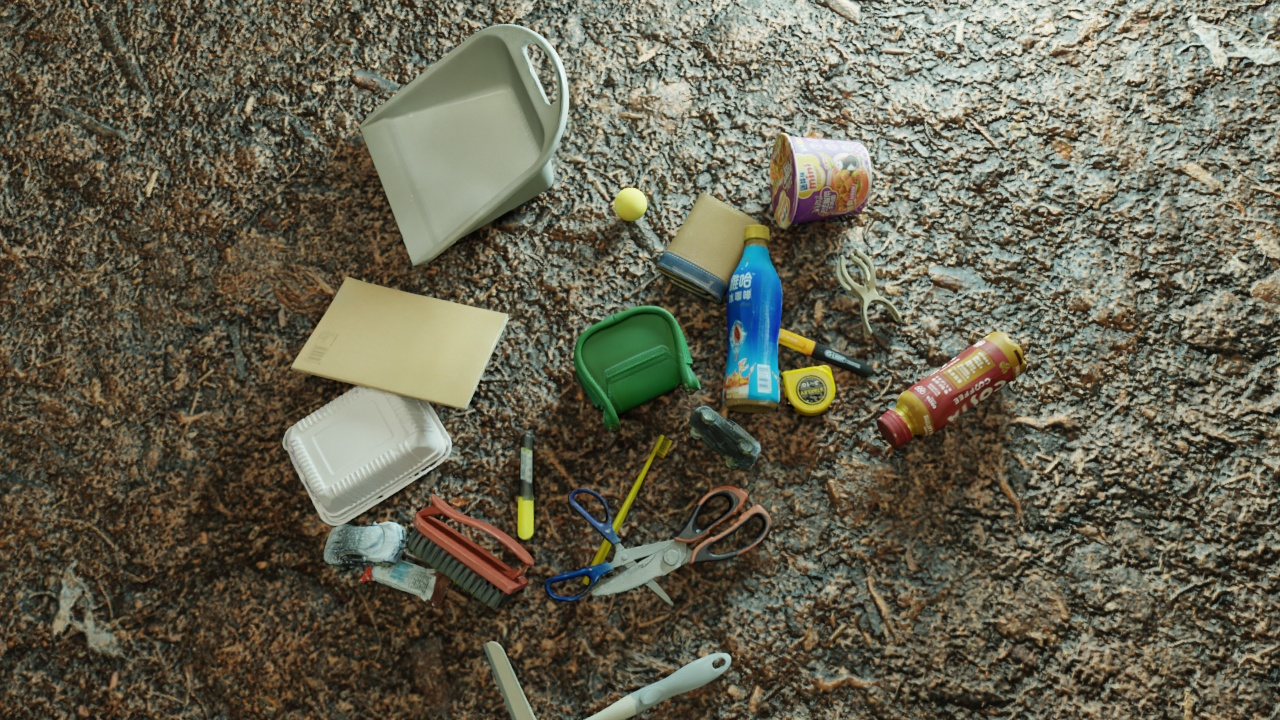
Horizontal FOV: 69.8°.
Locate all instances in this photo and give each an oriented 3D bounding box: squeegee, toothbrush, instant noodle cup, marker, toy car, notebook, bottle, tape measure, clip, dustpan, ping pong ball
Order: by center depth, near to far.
[{"bbox_3d":[-0.014,0.370,0.979,0.246,0.039,0.246,-24,75,-3],"label":"squeegee"},{"bbox_3d":[-0.309,0.205,1.026,0.106,0.031,0.048,-7,58,23],"label":"toy car"},{"bbox_3d":[0.349,0.036,1.037,0.175,0.057,0.057,-33,76,-6],"label":"bottle"},{"bbox_3d":[-0.014,0.170,1.044,0.016,0.016,0.190,28,78,3],"label":"toothbrush"},{"bbox_3d":[0.096,0.086,1.047,0.090,0.043,0.034,38,53,9],"label":"toy car"},{"bbox_3d":[-0.132,0.145,1.059,0.018,0.015,0.124,-2,72,2],"label":"marker"},{"bbox_3d":[-0.323,0.093,1.060,0.173,0.060,0.138,-32,76,-4],"label":"instant noodle cup"},{"bbox_3d":[0.195,0.036,1.061,0.060,0.029,0.057,-10,74,0],"label":"tape measure"},{"bbox_3d":[0.131,-0.051,1.066,0.065,0.065,0.218,2,77,4],"label":"bottle"},{"bbox_3d":[-0.280,-0.023,1.079,0.211,0.012,0.149,13,51,6],"label":"notebook"},{"bbox_3d":[0.215,-0.009,1.079,0.124,0.015,0.018,23,81,7],"label":"marker"},{"bbox_3d":[0.267,-0.083,1.087,0.076,0.035,0.100,-24,80,-4],"label":"clip"},{"bbox_3d":[0.215,-0.215,1.091,0.099,0.112,0.111,-4,75,-5],"label":"instant noodle cup"},{"bbox_3d":[-0.209,-0.280,1.111,0.257,0.143,0.222,-23,75,-5],"label":"dustpan"},{"bbox_3d":[-0.012,-0.191,1.127,0.040,0.040,0.040,-1,75,3],"label":"ping pong ball"}]

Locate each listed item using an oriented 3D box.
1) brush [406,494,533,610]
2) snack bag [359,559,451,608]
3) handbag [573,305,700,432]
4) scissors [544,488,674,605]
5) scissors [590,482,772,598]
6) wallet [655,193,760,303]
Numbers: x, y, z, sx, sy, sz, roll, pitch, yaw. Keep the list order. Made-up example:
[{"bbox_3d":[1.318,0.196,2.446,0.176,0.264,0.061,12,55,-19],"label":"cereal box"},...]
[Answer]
[{"bbox_3d":[-0.191,0.209,1.019,0.146,0.063,0.069,31,90,12],"label":"brush"},{"bbox_3d":[-0.266,0.242,1.033,0.105,0.026,0.045,17,64,7],"label":"snack bag"},{"bbox_3d":[-0.006,0.006,1.060,0.131,0.068,0.120,-26,76,-4],"label":"handbag"},{"bbox_3d":[-0.031,0.214,1.020,0.175,0.012,0.162,-23,84,-12],"label":"scissors"},{"bbox_3d":[0.039,0.198,1.019,0.210,0.015,0.176,10,75,-3],"label":"scissors"},{"bbox_3d":[0.083,-0.137,1.112,0.090,0.033,0.115,28,77,7],"label":"wallet"}]
